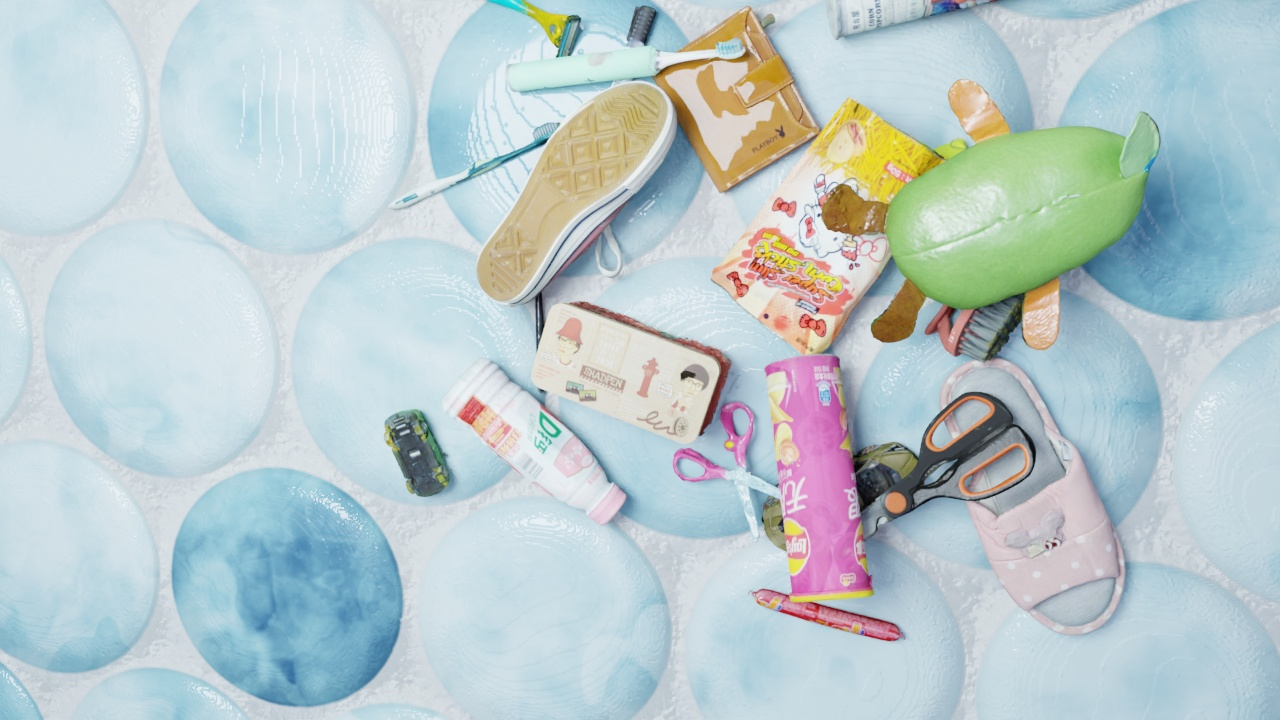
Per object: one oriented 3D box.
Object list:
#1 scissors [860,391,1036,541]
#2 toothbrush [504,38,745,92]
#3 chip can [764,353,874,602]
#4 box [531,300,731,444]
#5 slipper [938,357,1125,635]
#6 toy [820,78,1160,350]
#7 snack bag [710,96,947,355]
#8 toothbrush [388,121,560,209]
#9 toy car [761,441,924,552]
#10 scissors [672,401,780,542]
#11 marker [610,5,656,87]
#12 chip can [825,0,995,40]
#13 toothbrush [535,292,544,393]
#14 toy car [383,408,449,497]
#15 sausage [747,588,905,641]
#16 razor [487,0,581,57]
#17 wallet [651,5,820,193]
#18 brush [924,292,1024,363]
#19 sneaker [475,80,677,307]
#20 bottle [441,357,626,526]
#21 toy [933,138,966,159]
[{"bbox_3d":[0.233,0.108,0.827,0.235,0.021,0.136,-18,77,20],"label":"scissors"},{"bbox_3d":[-0.017,-0.264,0.818,0.225,0.027,0.026,0,73,20],"label":"toothbrush"},{"bbox_3d":[0.155,0.103,0.812,0.071,0.071,0.210,-8,77,10],"label":"chip can"},{"bbox_3d":[-0.005,0.005,0.861,0.168,0.079,0.091,21,102,12],"label":"box"},{"bbox_3d":[0.354,0.125,0.827,0.114,0.054,0.274,-24,93,12],"label":"slipper"},{"bbox_3d":[0.281,-0.111,0.732,0.247,0.089,0.227,-19,102,19],"label":"toy"},{"bbox_3d":[0.167,-0.117,0.814,0.128,0.073,0.208,38,109,10],"label":"snack bag"},{"bbox_3d":[-0.160,-0.186,0.880,0.192,0.016,0.018,-21,85,11],"label":"toothbrush"},{"bbox_3d":[0.190,0.130,0.862,0.158,0.042,0.070,-27,94,10],"label":"toy car"},{"bbox_3d":[0.085,0.109,0.871,0.125,0.017,0.133,-17,77,18],"label":"scissors"},{"bbox_3d":[-0.017,-0.261,0.844,0.023,0.018,0.131,28,103,25],"label":"marker"},{"bbox_3d":[0.263,-0.327,0.761,0.215,0.071,0.071,-10,97,10],"label":"chip can"},{"bbox_3d":[-0.095,-0.057,0.890,0.018,0.015,0.181,1,99,0],"label":"toothbrush"},{"bbox_3d":[-0.223,0.092,0.923,0.043,0.036,0.091,-21,94,10],"label":"toy car"},{"bbox_3d":[0.180,0.248,0.893,0.156,0.020,0.020,14,101,7],"label":"sausage"},{"bbox_3d":[-0.119,-0.326,0.844,0.132,0.028,0.043,27,133,2],"label":"razor"},{"bbox_3d":[0.090,-0.237,0.825,0.119,0.035,0.130,-30,93,19],"label":"wallet"},{"bbox_3d":[0.310,-0.068,0.804,0.069,0.063,0.146,38,106,33],"label":"brush"},{"bbox_3d":[-0.051,-0.145,0.832,0.118,0.087,0.241,45,107,14],"label":"sneaker"},{"bbox_3d":[-0.099,0.082,0.889,0.197,0.068,0.068,40,102,-3],"label":"bottle"},{"bbox_3d":[0.269,-0.140,0.808,0.100,0.031,0.096,-21,82,20],"label":"toy"}]
